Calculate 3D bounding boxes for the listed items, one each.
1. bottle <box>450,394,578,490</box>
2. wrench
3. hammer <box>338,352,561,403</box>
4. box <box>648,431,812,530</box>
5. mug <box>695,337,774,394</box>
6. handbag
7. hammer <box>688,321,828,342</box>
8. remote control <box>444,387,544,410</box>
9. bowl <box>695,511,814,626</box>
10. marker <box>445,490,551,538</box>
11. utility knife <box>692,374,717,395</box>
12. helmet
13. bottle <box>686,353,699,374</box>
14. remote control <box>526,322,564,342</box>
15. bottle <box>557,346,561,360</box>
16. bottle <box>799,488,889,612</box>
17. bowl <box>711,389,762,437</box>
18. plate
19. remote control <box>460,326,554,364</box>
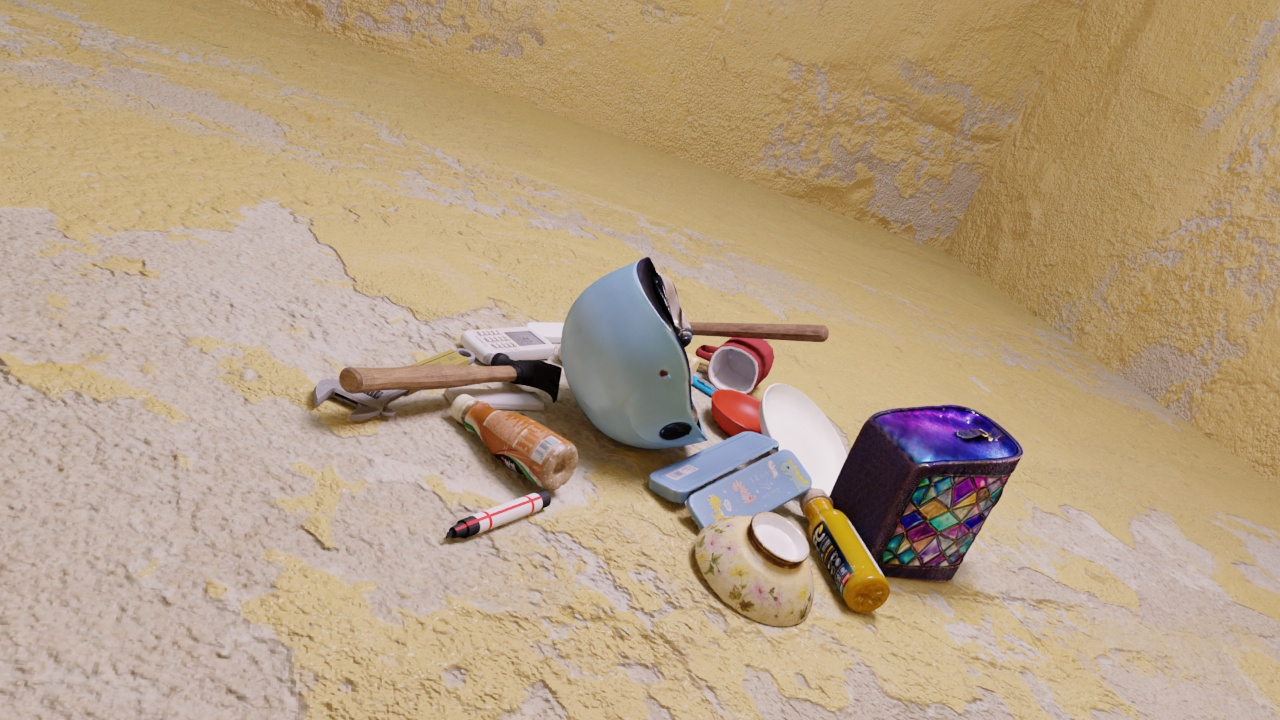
[{"bbox_3d":[-0.147,0.085,1.030,0.167,0.059,0.059,27,21,30],"label":"bottle"},{"bbox_3d":[-0.279,0.021,1.090,0.083,0.018,0.272,29,22,12],"label":"wrench"},{"bbox_3d":[-0.211,0.019,1.064,0.132,0.040,0.304,15,9,32],"label":"hammer"},{"bbox_3d":[0.117,0.145,1.140,0.208,0.039,0.126,-19,45,-43],"label":"box"},{"bbox_3d":[0.150,-0.001,1.500,0.116,0.081,0.096,23,21,16],"label":"mug"},{"bbox_3d":[0.374,0.172,1.182,0.221,0.205,0.125,5,29,-26],"label":"handbag"},{"bbox_3d":[0.145,-0.049,1.471,0.322,0.040,0.129,3,11,31],"label":"hammer"},{"bbox_3d":[-0.179,0.047,1.141,0.130,0.012,0.033,5,29,-40],"label":"remote control"},{"bbox_3d":[0.138,0.212,1.000,0.145,0.063,0.145,23,29,-14],"label":"bowl"},{"bbox_3d":[-0.143,0.156,0.921,0.019,0.019,0.145,35,24,25],"label":"marker"},{"bbox_3d":[0.094,0.037,1.443,0.198,0.015,0.031,30,19,18],"label":"utility knife"},{"bbox_3d":[-0.007,0.007,1.161,0.266,0.167,0.225,60,12,-46],"label":"helmet"},{"bbox_3d":[0.019,-0.028,1.439,0.161,0.072,0.046,33,-20,20],"label":"bottle"},{"bbox_3d":[-0.120,-0.043,1.405,0.136,0.013,0.043,-1,33,-47],"label":"remote control"},{"bbox_3d":[-0.052,0.007,1.319,0.136,0.044,0.044,27,22,6],"label":"bottle"},{"bbox_3d":[0.241,0.223,1.114,0.053,0.053,0.186,16,23,-19],"label":"bottle"},{"bbox_3d":[0.154,0.090,1.354,0.122,0.035,0.121,21,22,-9],"label":"bowl"},{"bbox_3d":[0.225,0.118,1.300,0.182,0.034,0.182,31,38,-28],"label":"plate"},{"bbox_3d":[-0.183,-0.021,1.274,0.060,0.025,0.138,37,25,29],"label":"remote control"}]
